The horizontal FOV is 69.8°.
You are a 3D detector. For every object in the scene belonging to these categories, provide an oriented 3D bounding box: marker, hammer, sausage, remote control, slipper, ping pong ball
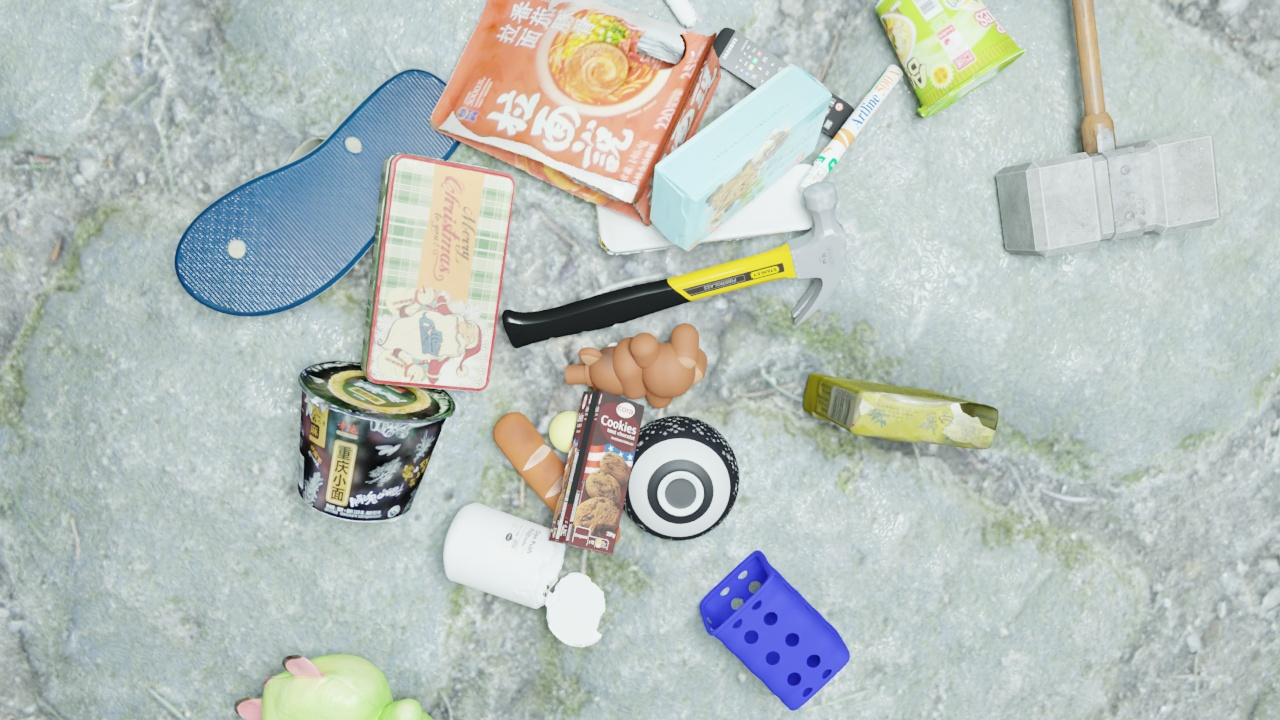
[{"bbox_3d":[0.190,-0.209,0.832,0.017,0.017,0.145,38,82,-5],"label":"marker"},{"bbox_3d":[0.030,-0.064,0.849,0.324,0.029,0.127,-14,123,8],"label":"hammer"},{"bbox_3d":[0.009,-0.357,0.825,0.017,0.020,0.133,-35,97,14],"label":"marker"},{"bbox_3d":[-0.081,0.118,0.880,0.164,0.045,0.039,50,60,-7],"label":"sausage"},{"bbox_3d":[0.397,-0.263,0.810,0.163,0.083,0.318,-11,98,1],"label":"hammer"},{"bbox_3d":[0.130,-0.254,0.843,0.147,0.015,0.033,31,97,-5],"label":"remote control"},{"bbox_3d":[-0.281,-0.148,0.836,0.294,0.060,0.118,-43,102,-8],"label":"slipper"},{"bbox_3d":[-0.067,0.068,0.875,0.040,0.040,0.040,0,98,-1],"label":"ping pong ball"}]

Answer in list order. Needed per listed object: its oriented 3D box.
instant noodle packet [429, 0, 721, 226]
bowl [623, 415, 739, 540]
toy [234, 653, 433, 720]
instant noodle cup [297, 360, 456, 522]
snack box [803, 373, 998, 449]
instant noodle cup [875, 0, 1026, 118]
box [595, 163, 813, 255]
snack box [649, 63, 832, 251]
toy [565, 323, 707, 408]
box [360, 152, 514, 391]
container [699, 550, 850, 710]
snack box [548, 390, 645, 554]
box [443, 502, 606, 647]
[{"bbox_3d":[-0.060,-0.240,0.817,0.221,0.084,0.164,24,87,10],"label":"instant noodle packet"},{"bbox_3d":[0.036,0.117,0.869,0.120,0.066,0.120,0,98,-1],"label":"bowl"},{"bbox_3d":[-0.277,0.355,0.889,0.197,0.107,0.150,46,118,3],"label":"toy"},{"bbox_3d":[-0.250,0.076,0.837,0.137,0.137,0.112,16,106,-3],"label":"instant noodle cup"},{"bbox_3d":[0.222,0.046,0.803,0.121,0.181,0.045,8,93,-3],"label":"snack box"},{"bbox_3d":[0.265,-0.286,0.805,0.099,0.099,0.108,-31,89,4],"label":"instant noodle cup"},{"bbox_3d":[0.063,-0.139,0.849,0.210,0.037,0.064,-7,94,1],"label":"box"},{"bbox_3d":[0.086,-0.175,0.789,0.174,0.075,0.053,-39,72,-20],"label":"snack box"},{"bbox_3d":[-0.005,0.005,0.860,0.128,0.065,0.095,-2,139,15],"label":"toy"},{"bbox_3d":[-0.184,-0.077,0.829,0.117,0.051,0.205,7,97,-28],"label":"box"},{"bbox_3d":[0.129,0.259,0.882,0.085,0.084,0.113,-44,97,4],"label":"container"},{"bbox_3d":[-0.039,0.103,0.846,0.051,0.032,0.140,22,74,-35],"label":"snack box"},{"bbox_3d":[-0.104,0.205,0.875,0.156,0.084,0.126,15,134,14],"label":"box"}]
